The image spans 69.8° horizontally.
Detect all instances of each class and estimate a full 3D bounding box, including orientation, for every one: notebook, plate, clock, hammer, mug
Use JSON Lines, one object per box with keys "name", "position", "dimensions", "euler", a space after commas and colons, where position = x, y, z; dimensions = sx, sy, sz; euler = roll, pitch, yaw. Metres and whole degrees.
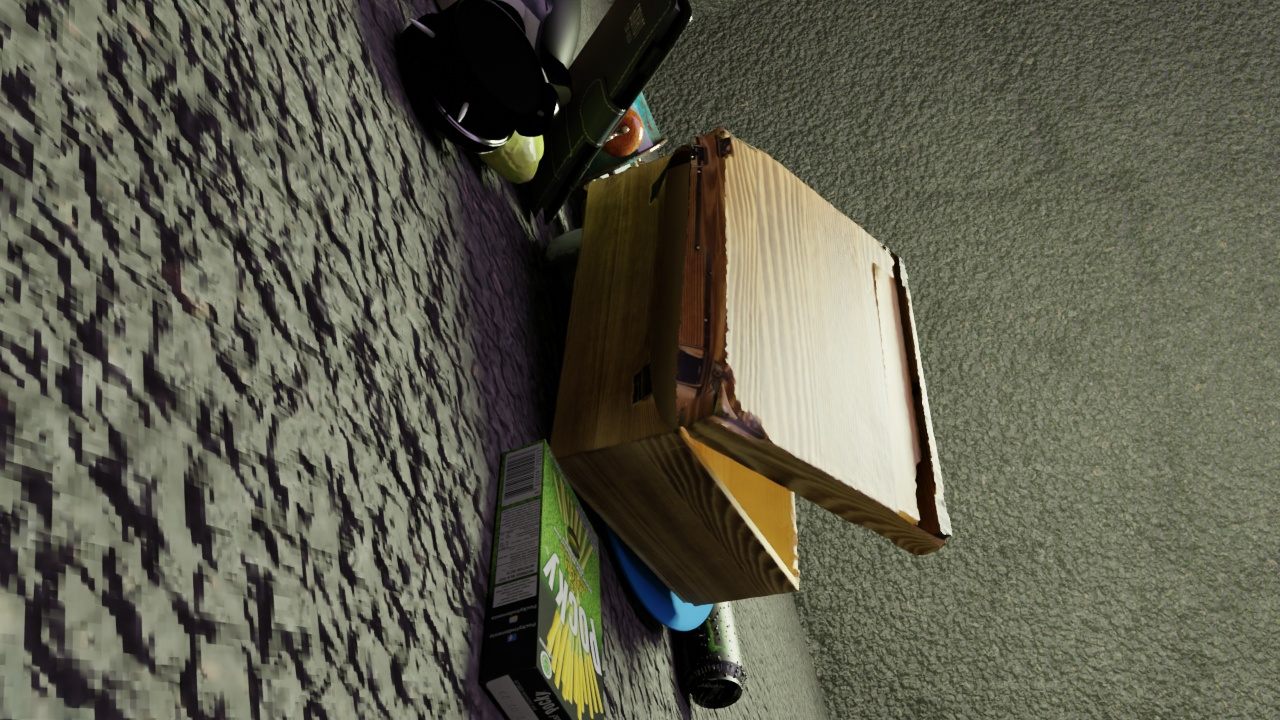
{"name": "notebook", "position": [-0.034, -0.230, 0.763], "dimensions": [0.029, 0.210, 0.169], "euler": [23, 33, -24]}
{"name": "plate", "position": [0.011, 0.109, 0.758], "dimensions": [0.224, 0.024, 0.223], "euler": [45, 36, -48]}
{"name": "clock", "position": [-0.040, -0.211, 0.909], "dimensions": [0.157, 0.121, 0.073], "euler": [-67, 135, -68]}
{"name": "hammer", "position": [-0.048, -0.109, 0.901], "dimensions": [0.328, 0.052, 0.098], "euler": [-97, 167, -68]}
{"name": "mug", "position": [-0.102, -0.303, 0.870], "dimensions": [0.119, 0.085, 0.100], "euler": [134, -43, -65]}
{"name": "clock", "position": [-0.095, -0.182, 0.575], "dimensions": [0.120, 0.043, 0.091], "euler": [-33, 99, -59]}

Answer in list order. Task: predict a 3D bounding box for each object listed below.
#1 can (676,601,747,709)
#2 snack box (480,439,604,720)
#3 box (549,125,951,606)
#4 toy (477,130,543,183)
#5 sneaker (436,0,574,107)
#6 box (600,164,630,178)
{"name": "can", "position": [0.057, 0.231, 0.801], "dimensions": [0.137, 0.054, 0.054], "euler": [-97, 166, -54]}
{"name": "snack box", "position": [-0.045, 0.117, 0.454], "dimensions": [0.147, 0.025, 0.080], "euler": [-96, 166, -56]}
{"name": "box", "position": [0.082, -0.009, 0.686], "dimensions": [0.258, 0.221, 0.278], "euler": [51, 34, -42]}
{"name": "toy", "position": [-0.106, -0.182, 0.648], "dimensions": [0.115, 0.046, 0.092], "euler": [60, 15, -25]}
{"name": "sneaker", "position": [-0.117, -0.294, 0.698], "dimensions": [0.084, 0.079, 0.235], "euler": [-96, 166, -52]}
{"name": "box", "position": [-0.014, -0.188, 1.066], "dimensions": [0.210, 0.084, 0.186], "euler": [61, 3, 39]}
